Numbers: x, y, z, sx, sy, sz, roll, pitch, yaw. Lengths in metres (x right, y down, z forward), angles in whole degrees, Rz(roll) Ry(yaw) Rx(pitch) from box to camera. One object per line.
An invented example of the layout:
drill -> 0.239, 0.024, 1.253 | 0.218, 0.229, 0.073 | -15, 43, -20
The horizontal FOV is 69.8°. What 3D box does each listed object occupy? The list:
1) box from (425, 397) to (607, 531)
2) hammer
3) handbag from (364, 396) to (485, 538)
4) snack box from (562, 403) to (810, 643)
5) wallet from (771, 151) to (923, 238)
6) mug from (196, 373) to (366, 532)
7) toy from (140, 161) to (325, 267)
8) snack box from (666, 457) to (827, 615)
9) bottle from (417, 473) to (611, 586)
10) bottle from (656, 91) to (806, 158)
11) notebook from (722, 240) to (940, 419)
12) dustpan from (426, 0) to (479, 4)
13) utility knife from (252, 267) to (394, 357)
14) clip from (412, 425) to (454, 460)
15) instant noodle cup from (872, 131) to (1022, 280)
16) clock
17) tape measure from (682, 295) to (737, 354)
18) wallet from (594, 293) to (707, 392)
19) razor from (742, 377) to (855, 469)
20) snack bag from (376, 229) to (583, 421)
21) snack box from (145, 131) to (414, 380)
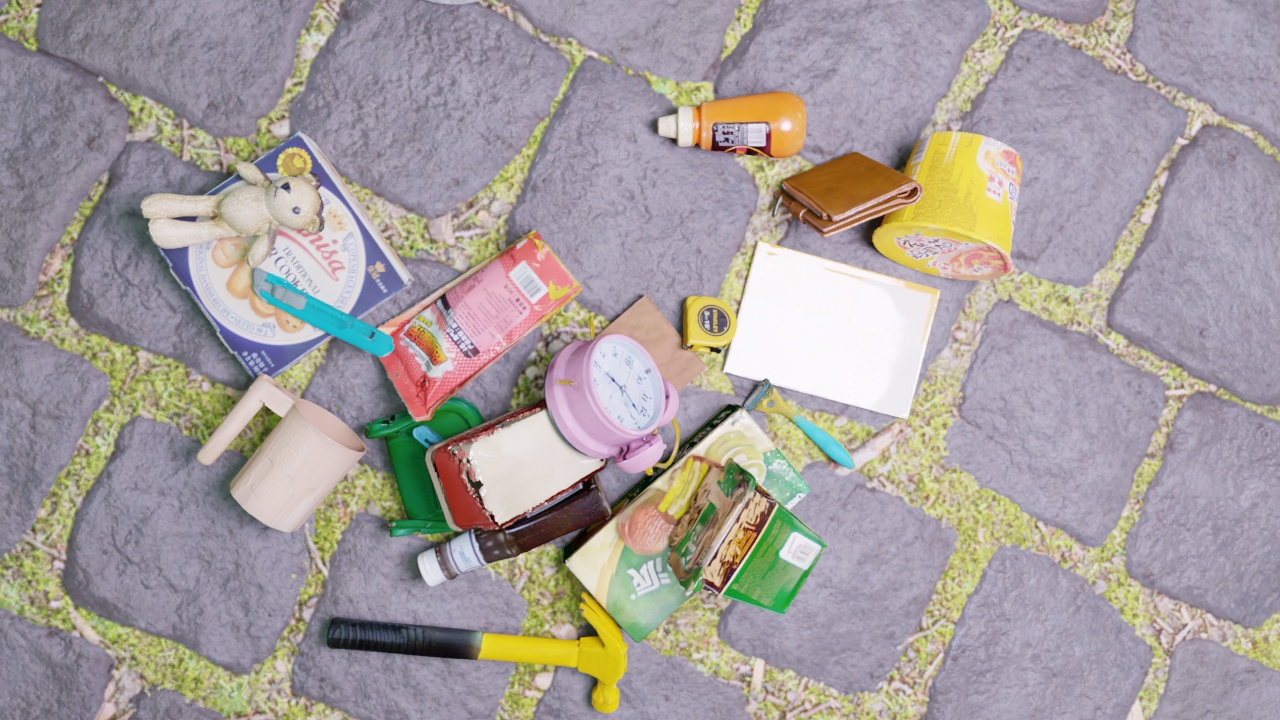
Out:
box -> -0.107, 0.090, 0.865 | 0.081, 0.167, 0.091 | -13, 98, 40
hammer -> -0.162, 0.287, 0.926 | 0.301, 0.032, 0.129 | 5, 112, -1
handbag -> -0.203, 0.106, 0.911 | 0.120, 0.068, 0.131 | -15, 92, -4
snack box -> 0.045, 0.162, 0.935 | 0.240, 0.063, 0.114 | -40, 97, -3
wallet -> 0.195, -0.166, 0.911 | 0.119, 0.130, 0.035 | -25, 119, -1
mug -> -0.348, 0.090, 0.888 | 0.124, 0.084, 0.103 | 40, 89, -14
toy -> -0.373, -0.139, 0.846 | 0.157, 0.066, 0.105 | -10, 75, -12
snack box -> 0.103, 0.170, 0.855 | 0.105, 0.117, 0.118 | 30, 92, -12
bottle -> -0.125, 0.170, 0.914 | 0.195, 0.080, 0.044 | -23, 98, -2
bottle -> 0.091, -0.239, 0.935 | 0.149, 0.066, 0.067 | 0, 91, 2
notebook -> 0.203, -0.031, 0.971 | 0.206, 0.010, 0.146 | 15, 90, -5
dustpan -> -0.162, -0.489, 0.931 | 0.257, 0.143, 0.222 | -39, 95, -32
utility knife -> -0.307, -0.045, 0.882 | 0.151, 0.013, 0.029 | 27, 93, -7
clip -> -0.192, 0.081, 0.870 | 0.057, 0.047, 0.014 | 37, 95, 6
instant noodle cup -> 0.315, -0.156, 0.923 | 0.138, 0.138, 0.109 | 19, 81, -5
clock -> -0.018, 0.043, 0.888 | 0.158, 0.060, 0.117 | 46, 42, -24
tape measure -> 0.070, -0.035, 0.947 | 0.057, 0.029, 0.060 | 6, 67, -12
wallet -> -0.006, 0.006, 0.952 | 0.115, 0.020, 0.101 | -41, 93, 0
razor -> 0.172, 0.071, 0.962 | 0.132, 0.028, 0.043 | 36, 111, -1
snack bag -> -0.163, -0.041, 0.903 | 0.208, 0.073, 0.128 | -38, 56, -3
snack box -> -0.352, -0.100, 0.906 | 0.182, 0.046, 0.178 | -35, 94, -3
